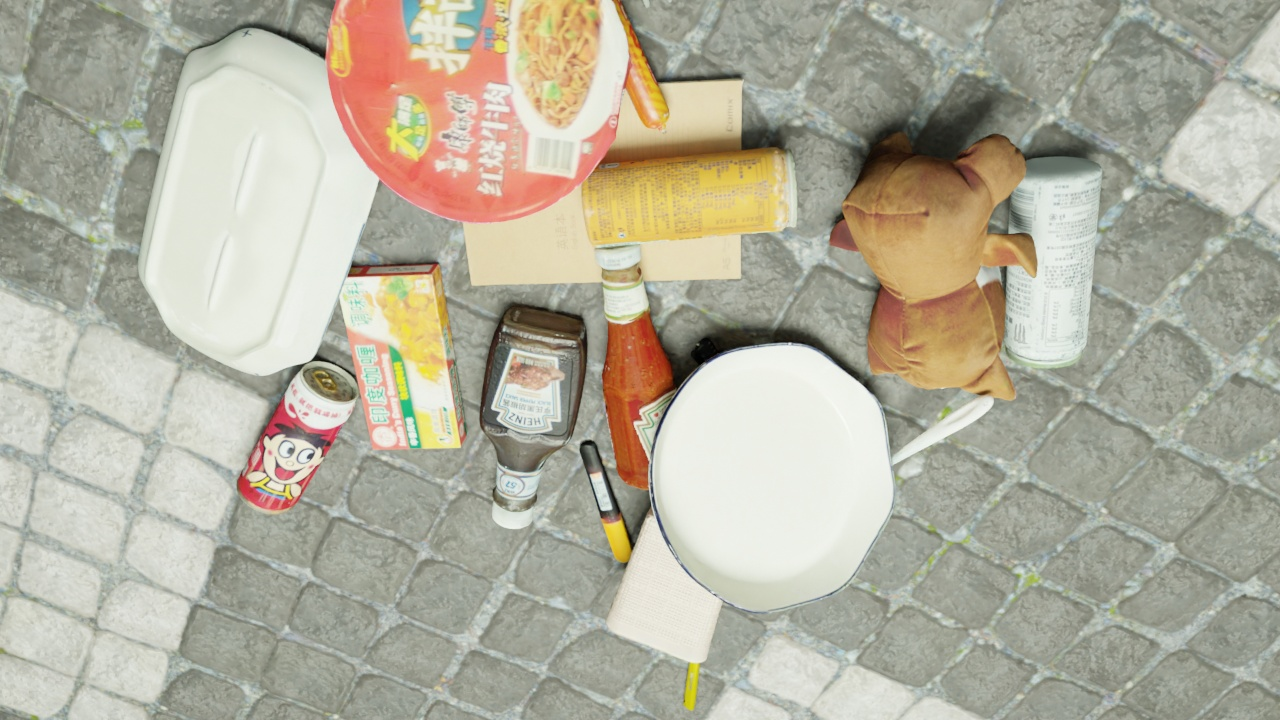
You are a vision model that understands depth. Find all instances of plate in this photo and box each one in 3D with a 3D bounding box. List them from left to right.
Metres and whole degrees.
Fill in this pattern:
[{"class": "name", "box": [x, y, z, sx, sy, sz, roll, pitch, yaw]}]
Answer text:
[{"class": "plate", "box": [-0.291, -0.104, 0.673, 0.162, 0.034, 0.266, 29, 114, -1]}, {"class": "plate", "box": [0.099, 0.088, 0.712, 0.204, 0.046, 0.204, 2, 85, -18]}]

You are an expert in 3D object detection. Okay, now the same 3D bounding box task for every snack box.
[{"class": "snack box", "box": [-0.190, 0.000, 0.741, 0.077, 0.027, 0.156, -1, 117, 5]}]

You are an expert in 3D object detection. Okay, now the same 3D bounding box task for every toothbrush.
[{"class": "toothbrush", "box": [0.051, 0.259, 0.870, 0.016, 0.015, 0.190, 5, 118, 5]}, {"class": "toothbrush", "box": [0.217, 0.069, 0.719, 0.016, 0.016, 0.181, 16, 147, -15]}]

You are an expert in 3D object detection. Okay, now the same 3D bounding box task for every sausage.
[{"class": "sausage", "box": [-0.019, -0.227, 0.612, 0.021, 0.021, 0.165, -23, 107, 13]}]

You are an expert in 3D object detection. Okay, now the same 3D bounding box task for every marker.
[{"class": "marker", "box": [-0.030, 0.124, 0.806, 0.018, 0.015, 0.124, -12, 114, 13]}, {"class": "marker", "box": [0.084, 0.035, 0.752, 0.023, 0.018, 0.131, -27, 112, 25]}]

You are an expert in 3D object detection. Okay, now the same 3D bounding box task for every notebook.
[{"class": "notebook", "box": [-0.030, -0.127, 0.678, 0.211, 0.012, 0.150, -1, 118, 4]}]

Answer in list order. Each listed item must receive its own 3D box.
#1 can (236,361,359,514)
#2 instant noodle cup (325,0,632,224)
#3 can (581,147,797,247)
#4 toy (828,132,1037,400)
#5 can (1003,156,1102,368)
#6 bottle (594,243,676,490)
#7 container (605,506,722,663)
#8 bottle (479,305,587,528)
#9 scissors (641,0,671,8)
[{"class": "can", "box": [-0.285, 0.065, 0.764, 0.053, 0.053, 0.133, 31, 114, -13]}, {"class": "instant noodle cup", "box": [-0.102, -0.190, 0.608, 0.194, 0.065, 0.194, 1, 107, 4]}, {"class": "can", "box": [0.033, -0.114, 0.642, 0.146, 0.058, 0.058, -4, 117, 5]}, {"class": "toy", "box": [0.209, -0.062, 0.653, 0.130, 0.140, 0.200, -32, 121, -28]}, {"class": "can", "box": [0.297, -0.070, 0.665, 0.058, 0.058, 0.147, -6, 117, 6]}, {"class": "bottle", "box": [-0.004, 0.004, 0.716, 0.060, 0.059, 0.206, -6, 117, 6]}, {"class": "container", "box": [0.034, 0.175, 0.778, 0.090, 0.089, 0.111, 19, 107, 8]}, {"class": "bottle", "box": [-0.093, 0.053, 0.756, 0.080, 0.044, 0.195, 12, 118, -2]}, {"class": "scissors", "box": [-0.023, -0.311, 0.583, 0.125, 0.012, 0.174, 9, 118, -4]}]
